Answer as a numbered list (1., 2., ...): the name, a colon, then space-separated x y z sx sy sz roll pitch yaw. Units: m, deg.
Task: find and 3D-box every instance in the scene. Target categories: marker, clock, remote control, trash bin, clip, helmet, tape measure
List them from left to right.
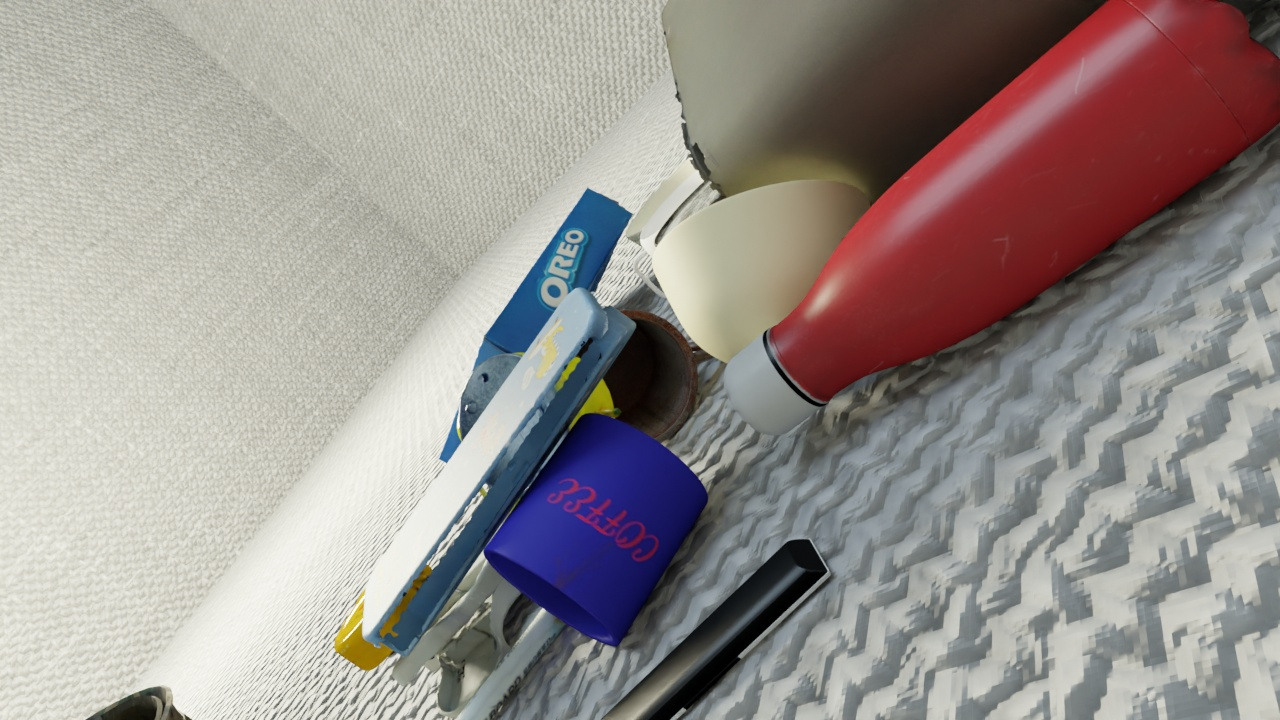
1. helmet: -0.320 0.281 0.490 0.193 0.236 0.223 -26 19 20
2. tape measure: -0.147 0.148 0.529 0.068 0.030 0.058 -40 18 39
3. clip: -0.114 0.148 0.576 0.126 0.089 0.150 -47 5 15
4. marker: -0.089 0.192 0.493 0.146 0.017 0.017 -51 15 -11
5. clock: -0.068 0.043 0.540 0.119 0.083 0.057 -43 -18 29
6. remote control: 0.025 0.118 0.369 0.124 0.012 0.028 -46 15 8
7. trash bin: 0.137 -0.190 0.450 0.221 0.197 0.197 -42 48 47

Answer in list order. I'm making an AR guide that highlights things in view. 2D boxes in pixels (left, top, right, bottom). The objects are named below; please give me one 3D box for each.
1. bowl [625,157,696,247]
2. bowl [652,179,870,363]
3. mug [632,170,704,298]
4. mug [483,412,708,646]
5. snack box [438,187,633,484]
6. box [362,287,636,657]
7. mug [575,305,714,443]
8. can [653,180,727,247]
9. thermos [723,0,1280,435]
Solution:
1. bowl: 0.047 -0.136 0.851 0.115 0.062 0.115 -44 16 15
2. bowl: 0.071 -0.030 0.477 0.118 0.117 0.074 -32 64 45
3. mug: 0.046 -0.100 0.752 0.116 0.068 0.094 -42 16 21
4. mug: -0.024 0.090 0.471 0.083 0.079 0.111 -55 -6 -24
5. snack box: -0.099 -0.025 0.882 0.196 0.056 0.238 -59 4 46
6. box: -0.081 0.054 0.463 0.210 0.052 0.067 -56 1 11
7. mug: -0.004 0.004 0.623 0.123 0.096 0.110 -14 14 -12
8. can: 0.067 -0.089 0.655 0.090 0.074 0.089 -43 15 14
9. thermos: 0.130 -0.047 0.379 0.240 0.073 0.073 -41 16 27
